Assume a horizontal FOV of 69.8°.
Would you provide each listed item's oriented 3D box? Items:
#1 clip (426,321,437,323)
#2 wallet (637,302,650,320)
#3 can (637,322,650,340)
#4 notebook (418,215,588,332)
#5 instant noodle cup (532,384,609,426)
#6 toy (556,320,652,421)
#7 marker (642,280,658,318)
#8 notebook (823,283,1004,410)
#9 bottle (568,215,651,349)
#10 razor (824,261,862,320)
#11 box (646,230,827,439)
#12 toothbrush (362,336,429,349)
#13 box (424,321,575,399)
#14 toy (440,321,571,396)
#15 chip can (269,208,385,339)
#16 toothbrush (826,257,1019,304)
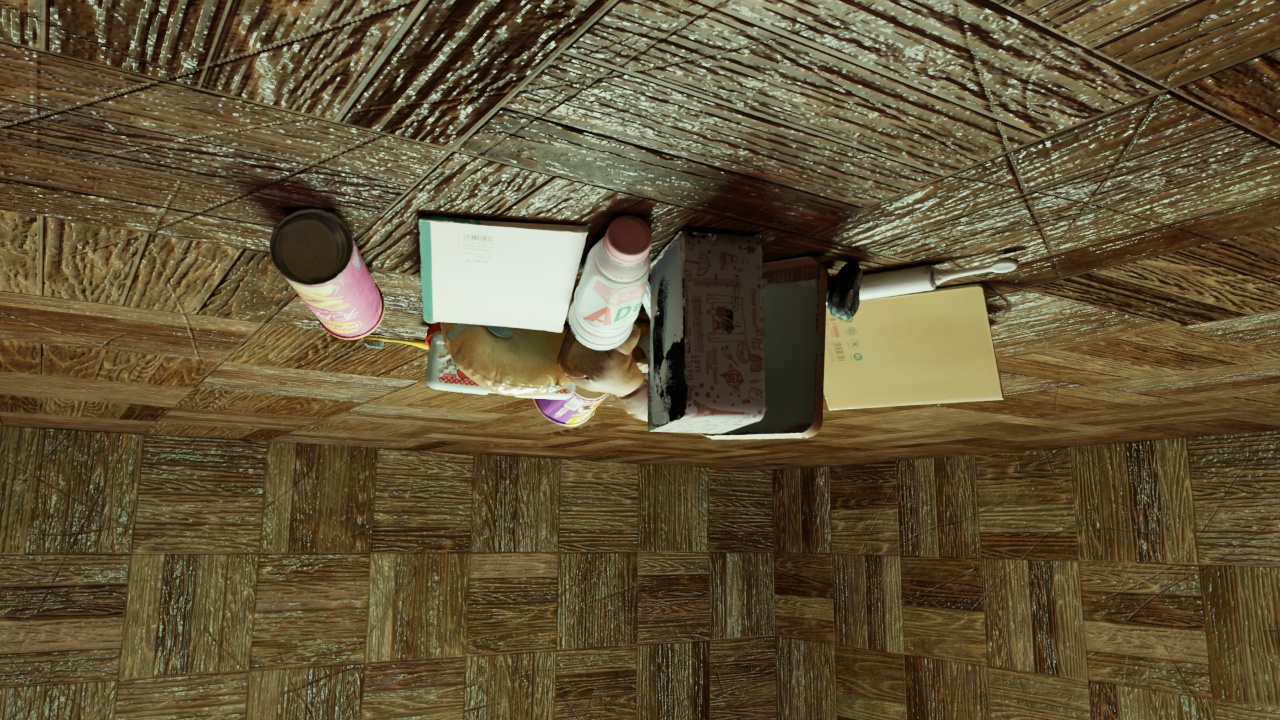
[{"bbox_3d":[-0.243,-0.063,1.079,0.024,0.028,0.057,3,159,-23],"label":"clip"},{"bbox_3d":[0.079,-0.050,1.090,0.119,0.035,0.130,-4,168,34],"label":"wallet"},{"bbox_3d":[0.047,-0.018,1.197,0.146,0.058,0.058,3,169,-14],"label":"can"},{"bbox_3d":[-0.139,-0.080,0.897,0.150,0.012,0.210,3,157,-11],"label":"notebook"},{"bbox_3d":[-0.095,0.033,1.373,0.111,0.111,0.099,6,158,-26],"label":"instant noodle cup"},{"bbox_3d":[-0.007,0.006,1.098,0.199,0.130,0.140,44,170,-38],"label":"toy"},{"bbox_3d":[0.008,-0.068,0.984,0.017,0.016,0.146,-2,159,12],"label":"marker"},{"bbox_3d":[0.303,-0.010,1.070,0.208,0.148,0.008,-6,-153,30],"label":"notebook"},{"bbox_3d":[-0.027,-0.073,0.873,0.068,0.068,0.197,2,160,-9],"label":"bottle"},{"bbox_3d":[0.162,-0.065,0.970,0.067,0.062,0.168,43,152,-28],"label":"razor"},{"bbox_3d":[0.100,-0.015,0.889,0.168,0.182,0.151,3,169,-13],"label":"box"},{"bbox_3d":[-0.303,-0.018,1.319,0.191,0.018,0.016,7,169,-31],"label":"toothbrush"},{"bbox_3d":[-0.183,0.004,1.219,0.201,0.099,0.095,5,168,-21],"label":"box"},{"bbox_3d":[-0.136,-0.010,1.127,0.225,0.143,0.083,8,130,-45],"label":"toy"},{"bbox_3d":[-0.293,-0.076,0.875,0.071,0.071,0.211,2,169,-8],"label":"chip can"},{"bbox_3d":[0.271,-0.082,0.941,0.222,0.027,0.026,-7,-155,34],"label":"toothbrush"}]
